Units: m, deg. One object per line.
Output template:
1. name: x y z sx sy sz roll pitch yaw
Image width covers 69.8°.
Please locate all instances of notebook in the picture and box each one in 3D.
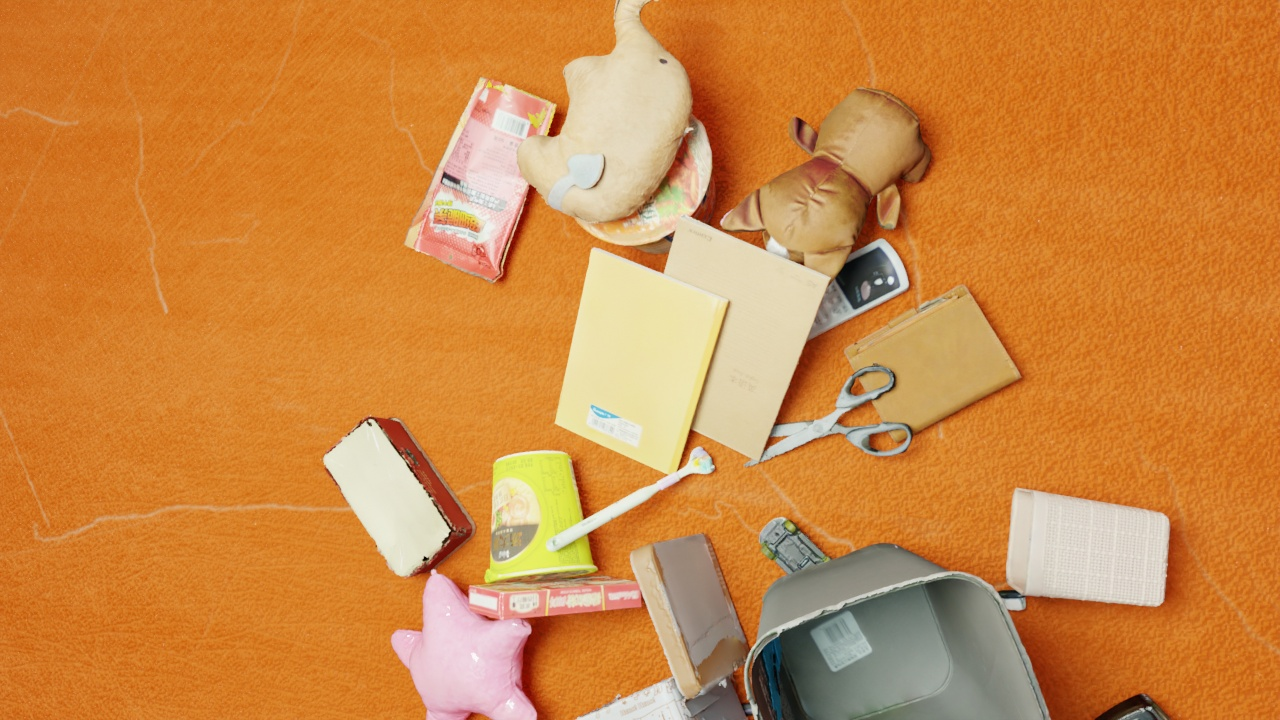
1. notebook: -0.005 0.005 0.915 0.146 0.010 0.207 23 119 16
2. notebook: 0.079 -0.017 0.880 0.149 0.012 0.212 25 123 15

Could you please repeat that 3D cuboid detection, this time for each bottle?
1. bottle: 0.388 0.378 0.802 0.195 0.044 0.080 -42 75 8

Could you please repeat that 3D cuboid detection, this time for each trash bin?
1. trash bin: 0.193 0.260 0.754 0.199 0.219 0.199 -20 90 4

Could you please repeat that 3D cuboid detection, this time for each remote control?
1. remote control: 0.189 -0.064 0.913 0.150 0.021 0.058 -28 78 12

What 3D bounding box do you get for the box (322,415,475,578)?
1. box: -0.265 0.146 0.987 0.091 0.077 0.168 -41 75 7

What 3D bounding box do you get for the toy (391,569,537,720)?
1. toy: -0.178 0.297 0.937 0.195 0.074 0.178 -24 84 33

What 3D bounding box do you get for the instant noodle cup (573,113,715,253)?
1. instant noodle cup: 0.008 -0.178 0.928 0.151 0.111 0.151 -2 84 15

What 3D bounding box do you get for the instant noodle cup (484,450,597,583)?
1. instant noodle cup: -0.106 0.158 0.933 0.112 0.111 0.123 -11 73 14

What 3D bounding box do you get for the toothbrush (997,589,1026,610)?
1. toothbrush: 0.268 0.227 0.865 0.181 0.015 0.018 -4 92 14

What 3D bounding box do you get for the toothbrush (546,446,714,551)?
1. toothbrush: -0.009 0.137 0.900 0.189 0.020 0.029 -26 73 -21

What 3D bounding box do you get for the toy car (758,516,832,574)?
1. toy car: 0.155 0.191 0.889 0.090 0.035 0.042 43 95 14

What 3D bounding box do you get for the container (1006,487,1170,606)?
1. container: 0.389 0.164 0.802 0.111 0.090 0.090 6 85 12

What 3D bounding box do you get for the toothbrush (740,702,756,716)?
1. toothbrush: 0.123 0.338 0.896 0.189 0.016 0.014 -14 71 16

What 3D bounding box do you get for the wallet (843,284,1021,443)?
1. wallet: 0.275 0.002 0.877 0.132 0.031 0.107 -31 77 14

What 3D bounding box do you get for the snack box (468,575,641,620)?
1. snack box: -0.081 0.227 0.885 0.075 0.152 0.025 -12 76 56

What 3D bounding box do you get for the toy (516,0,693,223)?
1. toy: -0.016 -0.233 0.840 0.143 0.082 0.226 29 90 8

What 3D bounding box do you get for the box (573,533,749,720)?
1. box: 0.002 0.286 0.846 0.158 0.180 0.205 -24 75 17

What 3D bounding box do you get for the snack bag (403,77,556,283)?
1. snack bag: -0.173 -0.200 1.009 0.129 0.073 0.208 24 96 21

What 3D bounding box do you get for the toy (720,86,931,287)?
1. toy: 0.182 -0.163 0.879 0.140 0.131 0.199 33 72 18

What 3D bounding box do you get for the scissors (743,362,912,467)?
1. scissors: 0.180 0.066 0.891 0.165 0.014 0.163 33 102 22
